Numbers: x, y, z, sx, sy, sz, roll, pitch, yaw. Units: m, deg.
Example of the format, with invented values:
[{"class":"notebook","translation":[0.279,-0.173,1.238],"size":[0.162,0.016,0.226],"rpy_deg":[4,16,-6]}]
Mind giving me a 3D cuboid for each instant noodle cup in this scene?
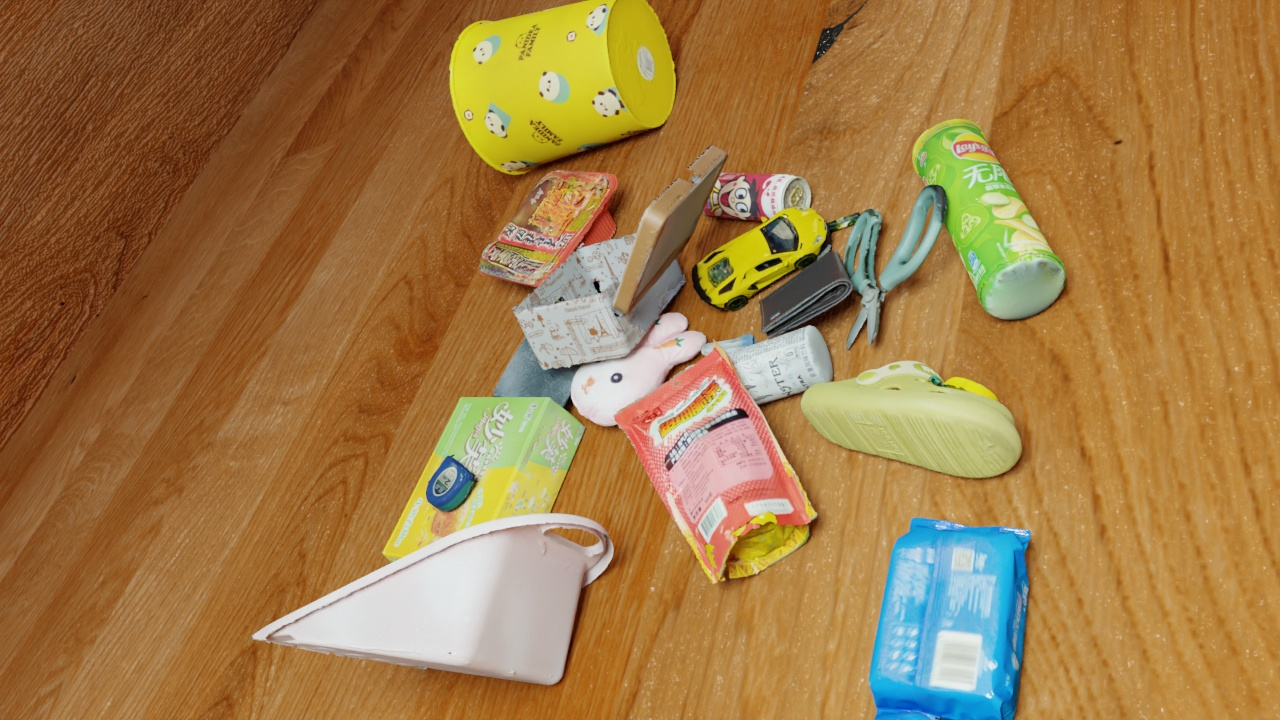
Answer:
[{"class":"instant noodle cup","translation":[-0.112,-0.167,1.225],"size":[0.165,0.079,0.188],"rpy_deg":[18,70,47]}]

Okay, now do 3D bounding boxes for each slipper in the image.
[{"class":"slipper","translation":[0.221,0.036,0.753],"size":[0.191,0.091,0.081],"rpy_deg":[6,58,48]}]

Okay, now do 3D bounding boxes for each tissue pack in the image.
[{"class":"tissue pack","translation":[0.220,0.186,0.647],"size":[0.095,0.052,0.156],"rpy_deg":[-3,54,37]}]

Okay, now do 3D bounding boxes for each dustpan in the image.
[{"class":"dustpan","translation":[-0.164,0.212,0.840],"size":[0.274,0.222,0.138],"rpy_deg":[-2,67,25]}]

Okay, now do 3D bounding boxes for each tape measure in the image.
[{"class":"tape measure","translation":[-0.201,0.132,0.969],"size":[0.054,0.025,0.058],"rpy_deg":[-53,36,-8]}]

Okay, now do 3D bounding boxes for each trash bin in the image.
[{"class":"trash bin","translation":[-0.104,-0.405,1.326],"size":[0.256,0.229,0.229],"rpy_deg":[-4,53,32]}]

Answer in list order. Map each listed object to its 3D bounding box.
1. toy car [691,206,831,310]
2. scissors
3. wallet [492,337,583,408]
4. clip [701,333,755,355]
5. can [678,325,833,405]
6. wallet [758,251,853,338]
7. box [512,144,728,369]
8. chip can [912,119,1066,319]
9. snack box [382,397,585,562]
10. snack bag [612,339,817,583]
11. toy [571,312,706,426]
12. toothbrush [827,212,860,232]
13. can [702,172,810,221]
[{"class":"toy car","translation":[0.128,-0.113,0.985],"size":[0.156,0.041,0.071],"rpy_deg":[-29,59,18]},{"class":"scissors","translation":[0.236,-0.098,0.861],"size":[0.180,0.019,0.172],"rpy_deg":[-46,27,50]},{"class":"wallet","translation":[-0.108,0.007,1.081],"size":[0.097,0.019,0.120],"rpy_deg":[8,52,25]},{"class":"clip","translation":[0.093,-0.012,0.960],"size":[0.057,0.029,0.024],"rpy_deg":[-14,49,24]},{"class":"can","translation":[0.109,0.015,0.889],"size":[0.147,0.058,0.058],"rpy_deg":[-19,45,27]},{"class":"wallet","translation":[0.161,-0.066,0.909],"size":[0.096,0.020,0.122],"rpy_deg":[-31,13,15]},{"class":"box","translation":[-0.007,-0.101,0.993],"size":[0.275,0.124,0.178],"rpy_deg":[-37,10,42]},{"class":"chip can","translation":[0.311,-0.131,0.832],"size":[0.073,0.072,0.220],"rpy_deg":[-27,42,20]},{"class":"snack box","translation":[-0.172,0.143,1.012],"size":[0.158,0.070,0.209],"rpy_deg":[-2,55,40]},{"class":"snack bag","translation":[0.064,0.088,0.824],"size":[0.129,0.073,0.207],"rpy_deg":[-38,50,10]},{"class":"toy","translation":[-0.006,0.006,1.006],"size":[0.159,0.054,0.121],"rpy_deg":[-38,36,-4]},{"class":"toothbrush","translation":[0.154,-0.128,1.010],"size":[0.186,0.017,0.012],"rpy_deg":[-16,85,30]},{"class":"can","translation":[0.128,-0.188,1.054],"size":[0.133,0.053,0.053],"rpy_deg":[14,66,47]}]
